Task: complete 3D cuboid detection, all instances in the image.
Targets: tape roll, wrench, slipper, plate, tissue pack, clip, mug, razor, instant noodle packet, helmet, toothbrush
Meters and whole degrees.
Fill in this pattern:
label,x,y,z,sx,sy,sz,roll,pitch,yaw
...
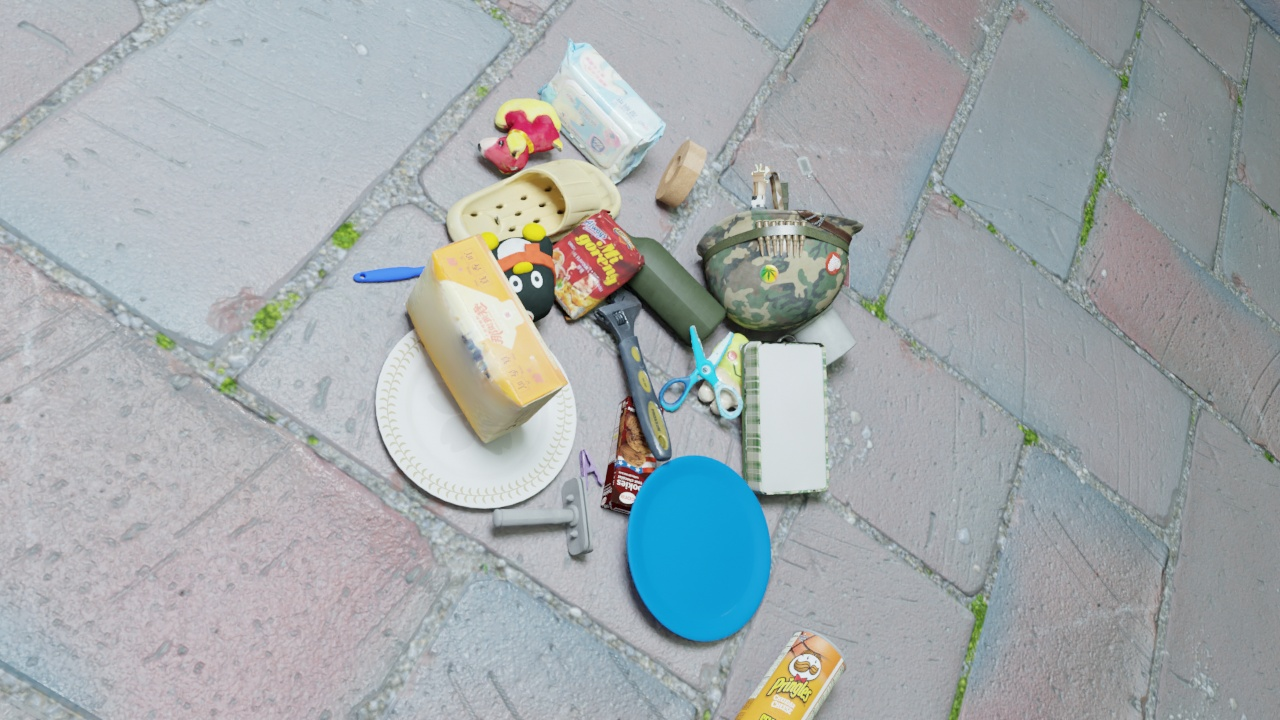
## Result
label,x,y,z,sx,sy,sz,roll,pitch,yaw
tape roll,0.057,-0.265,1.304,0.027,0.094,0.093,26,60,-15
wrench,-0.007,0.007,1.172,0.073,0.022,0.273,5,54,-35
slipper,-0.130,-0.212,1.199,0.260,0.079,0.111,-25,79,-32
plate,0.071,0.230,1.133,0.224,0.024,0.224,11,70,-33
tissue pack,-0.059,-0.342,1.267,0.182,0.112,0.069,45,56,-3
clip,-0.066,0.138,1.123,0.050,0.014,0.046,48,59,-5
mug,0.247,-0.025,1.308,0.113,0.084,0.070,-35,90,-26
razor,-0.114,0.180,1.054,0.116,0.047,0.088,4,68,-31
plate,-0.192,0.058,1.090,0.242,0.016,0.242,10,65,-23
instant noodle packet,-0.070,-0.122,1.184,0.135,0.039,0.098,-38,84,4
helmet,0.191,-0.163,1.263,0.192,0.225,0.236,16,54,-70
toothbrush,-0.260,-0.110,1.128,0.182,0.018,0.016,-9,74,-27

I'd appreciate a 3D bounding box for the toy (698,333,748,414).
label,x,y,z,sx,sy,sz,roll,pitch,yaw
toy,0.126,0.022,1.249,0.092,0.046,0.115,47,65,-9

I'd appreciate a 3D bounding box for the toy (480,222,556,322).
label,x,y,z,sx,sy,sz,roll,pitch,yaw
toy,-0.145,-0.093,1.118,0.097,0.100,0.119,-14,58,-15

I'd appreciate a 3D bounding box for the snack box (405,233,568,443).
label,x,y,z,sx,sy,sz,roll,pitch,yaw
snack box,-0.183,-0.018,1.027,0.080,0.145,0.195,-27,83,-33

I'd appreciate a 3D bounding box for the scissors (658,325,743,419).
label,x,y,z,sx,sy,sz,roll,pitch,yaw
scissors,0.076,0.022,1.206,0.134,0.012,0.134,-18,96,0

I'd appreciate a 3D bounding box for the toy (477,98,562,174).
label,x,y,z,sx,sy,sz,roll,pitch,yaw
toy,-0.154,-0.301,1.230,0.105,0.067,0.137,18,51,7

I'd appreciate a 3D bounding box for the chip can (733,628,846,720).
label,x,y,z,sx,sy,sz,roll,pitch,yaw
chip can,0.157,0.421,1.079,0.075,0.075,0.214,48,57,-2

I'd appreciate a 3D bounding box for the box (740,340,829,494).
label,x,y,z,sx,sy,sz,roll,pitch,yaw
box,0.192,0.075,1.227,0.117,0.050,0.205,-1,86,-24

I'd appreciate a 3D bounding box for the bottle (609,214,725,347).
label,x,y,z,sx,sy,sz,roll,pitch,yaw
bottle,0.021,-0.112,1.234,0.207,0.072,0.071,45,57,-5

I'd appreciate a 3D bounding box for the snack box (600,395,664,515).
label,x,y,z,sx,sy,sz,roll,pitch,yaw
snack box,-0.009,0.120,1.146,0.051,0.032,0.140,19,62,-19
